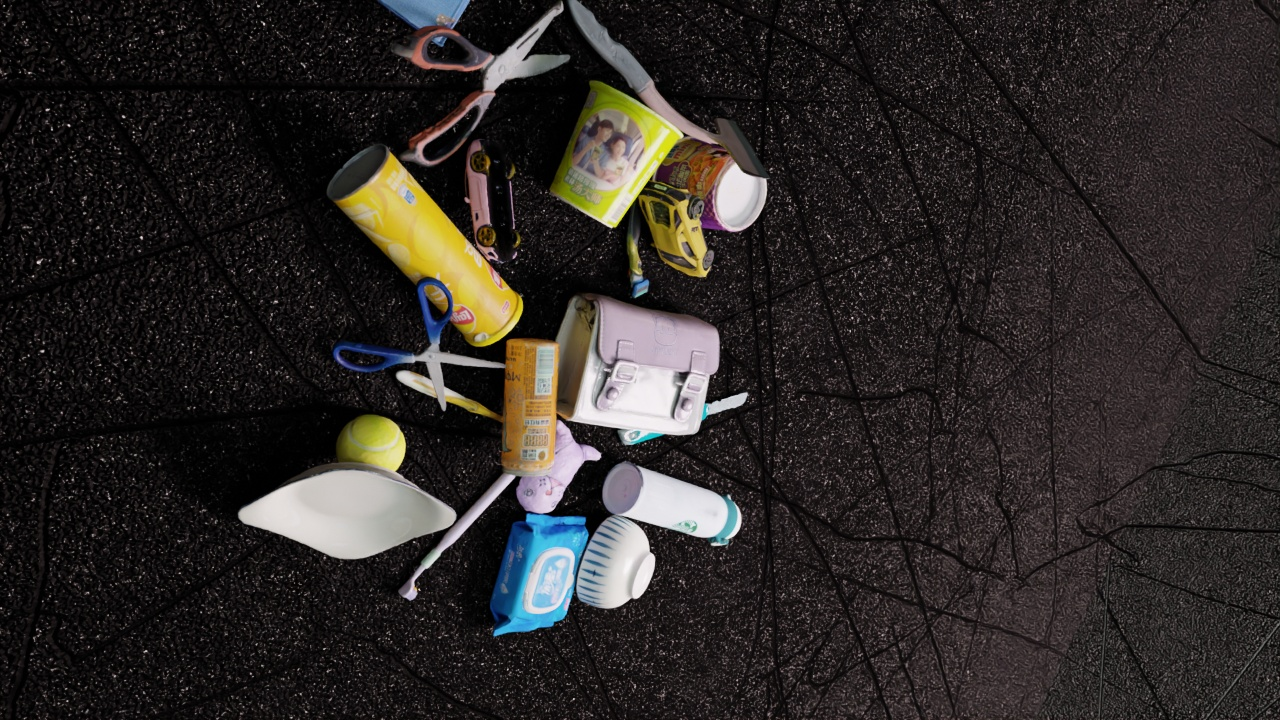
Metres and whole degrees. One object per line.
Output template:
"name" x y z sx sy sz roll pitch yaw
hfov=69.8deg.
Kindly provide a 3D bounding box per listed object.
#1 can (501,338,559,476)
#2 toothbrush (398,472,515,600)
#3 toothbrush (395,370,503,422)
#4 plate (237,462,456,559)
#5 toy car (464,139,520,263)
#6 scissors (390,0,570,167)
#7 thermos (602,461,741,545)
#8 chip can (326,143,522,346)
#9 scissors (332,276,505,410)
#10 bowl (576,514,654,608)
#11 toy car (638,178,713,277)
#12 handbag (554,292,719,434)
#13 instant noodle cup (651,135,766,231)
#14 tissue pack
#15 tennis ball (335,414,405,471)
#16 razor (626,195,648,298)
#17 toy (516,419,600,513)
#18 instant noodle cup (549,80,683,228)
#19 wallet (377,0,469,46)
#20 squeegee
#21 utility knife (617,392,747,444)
"can" -0.120 0.049 0.998 0.058 0.058 0.146 0 96 -40
"toothbrush" -0.201 0.190 1.033 0.021 0.029 0.189 42 75 -4
"toothbrush" -0.185 0.050 0.989 0.016 0.018 0.191 -50 134 9
"plate" -0.279 0.139 0.888 0.164 0.034 0.164 -23 143 22
"toy car" -0.149 -0.157 0.906 0.056 0.037 0.122 -8 92 -65
"scissors" -0.152 -0.269 0.871 0.226 0.015 0.189 -4 123 -55
"thermos" 0.050 0.194 1.212 0.224 0.073 0.073 25 90 -43
"chip can" -0.200 -0.105 0.879 0.072 0.072 0.213 -50 130 -13
"scissors" -0.216 -0.010 0.901 0.162 0.012 0.173 -9 134 -10
"bowl" -0.024 0.258 1.148 0.116 0.066 0.117 -49 149 -45
"toy car" 0.041 -0.145 1.046 0.041 0.071 0.156 -54 148 -21
"handbag" -0.006 0.006 1.075 0.196 0.098 0.145 10 95 -42
"instant noodle cup" 0.084 -0.200 1.061 0.111 0.099 0.112 -15 115 -35
"tissue pack" -0.121 0.259 1.105 0.094 0.052 0.157 9 101 -42
"tennis ball" -0.265 0.086 0.903 0.065 0.065 0.065 -16 117 -35
"razor" -0.006 -0.145 1.059 0.042 0.022 0.143 -41 134 -66
"toy" -0.102 0.132 1.078 0.084 0.039 0.108 39 80 -36
"instant noodle cup" -0.034 -0.209 0.959 0.111 0.112 0.123 24 100 -43
"wallet" -0.182 -0.362 0.809 0.106 0.040 0.133 28 98 -42
"squeegee" 0.014 -0.287 0.962 0.249 0.247 0.040 36 110 -19
"utility knife" 0.061 0.074 1.210 0.222 0.013 0.029 -16 117 -35
